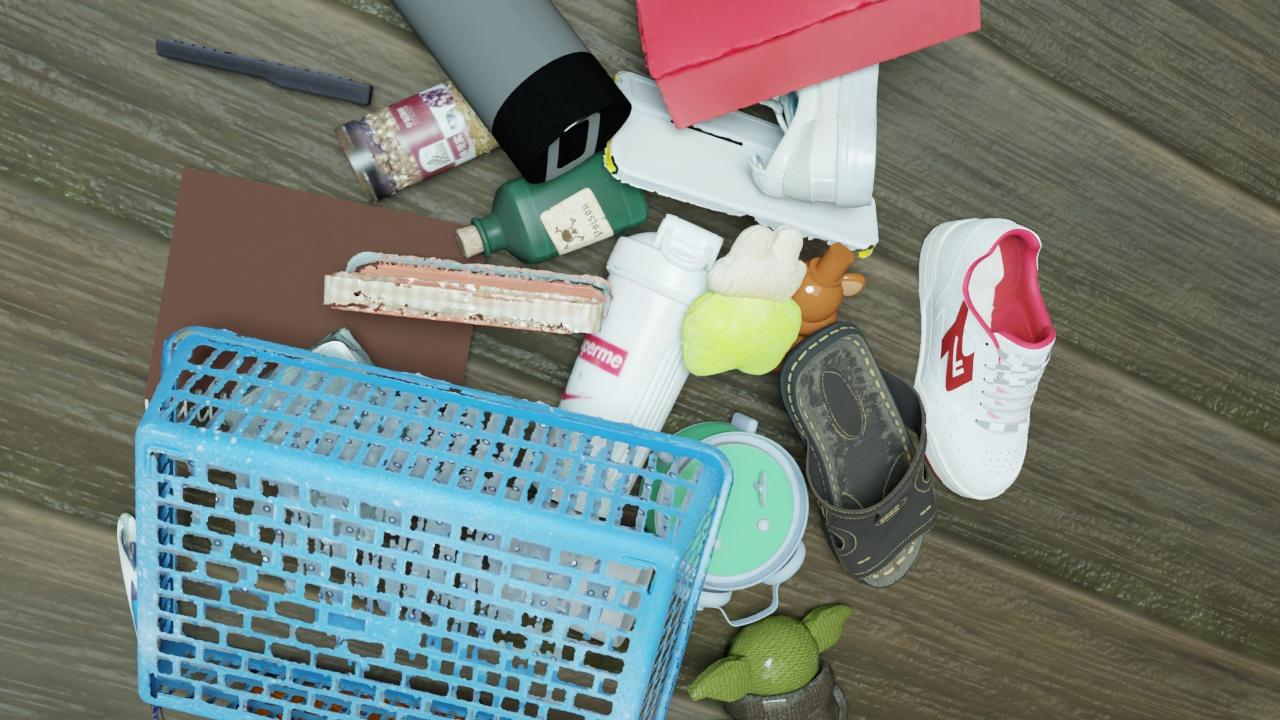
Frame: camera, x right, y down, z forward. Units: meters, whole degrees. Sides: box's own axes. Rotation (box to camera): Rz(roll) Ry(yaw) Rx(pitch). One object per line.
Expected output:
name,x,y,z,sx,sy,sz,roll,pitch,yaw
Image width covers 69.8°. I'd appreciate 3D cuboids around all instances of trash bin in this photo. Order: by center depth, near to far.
trash bin,-0.207,0.317,0.632,0.171,0.140,0.139,16,92,-15

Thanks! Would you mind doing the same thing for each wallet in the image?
wallet,-0.204,0.053,0.627,0.100,0.054,0.132,-34,112,-4

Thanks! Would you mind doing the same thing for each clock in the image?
clock,0.070,0.130,0.714,0.121,0.075,0.161,-18,100,-11

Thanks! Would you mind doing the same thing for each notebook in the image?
notebook,-0.226,-0.030,0.655,0.209,0.022,0.171,10,92,-14

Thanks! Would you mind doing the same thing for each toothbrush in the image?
toothbrush,-0.351,0.200,0.649,0.016,0.017,0.189,-6,97,-12

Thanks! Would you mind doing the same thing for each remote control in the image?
remote control,-0.254,-0.197,0.626,0.136,0.032,0.015,9,104,-14

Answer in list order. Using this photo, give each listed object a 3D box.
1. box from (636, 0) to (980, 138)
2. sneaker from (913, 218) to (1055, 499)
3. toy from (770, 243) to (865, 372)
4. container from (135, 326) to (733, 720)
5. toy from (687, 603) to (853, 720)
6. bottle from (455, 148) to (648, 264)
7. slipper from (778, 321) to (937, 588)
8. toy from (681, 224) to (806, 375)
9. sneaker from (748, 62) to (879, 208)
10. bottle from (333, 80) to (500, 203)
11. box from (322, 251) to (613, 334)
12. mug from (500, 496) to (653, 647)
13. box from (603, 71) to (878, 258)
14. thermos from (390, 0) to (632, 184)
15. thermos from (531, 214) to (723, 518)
box,0.105,-0.249,0.612,0.215,0.153,0.164,-14,102,12
sneaker,0.286,0.004,0.739,0.090,0.104,0.236,-3,97,-14
toy,0.114,-0.043,0.683,0.095,0.128,0.065,9,49,-21
container,-0.144,0.144,0.574,0.362,0.089,0.258,13,113,0
toy,0.113,0.281,0.737,0.179,0.078,0.153,-14,95,-36
bottle,-0.067,-0.105,0.659,0.131,0.061,0.061,-22,102,-16
slipper,0.178,0.087,0.704,0.113,0.076,0.268,-32,125,-9
toy,0.074,-0.039,0.619,0.092,0.046,0.115,-1,123,-27
sneaker,0.127,-0.212,0.660,0.091,0.090,0.241,5,59,13
bottle,-0.153,-0.156,0.641,0.105,0.056,0.056,-26,101,-10
box,-0.112,-0.044,0.616,0.187,0.082,0.042,7,102,0
mug,-0.048,0.165,0.681,0.097,0.112,0.078,19,46,12
box,0.075,-0.146,0.673,0.209,0.129,0.036,16,136,-15
thermos,-0.108,-0.230,0.593,0.082,0.082,0.240,-36,83,-8
thermos,-0.004,0.004,0.675,0.099,0.099,0.220,22,93,-15
